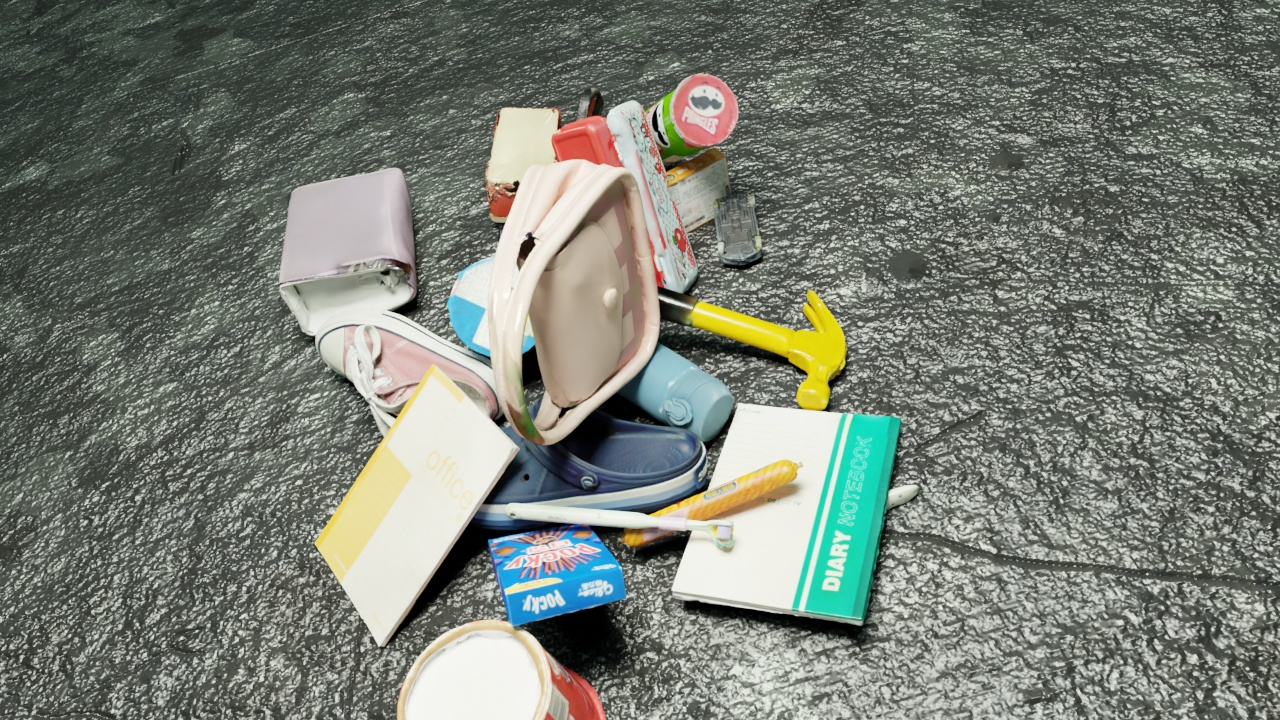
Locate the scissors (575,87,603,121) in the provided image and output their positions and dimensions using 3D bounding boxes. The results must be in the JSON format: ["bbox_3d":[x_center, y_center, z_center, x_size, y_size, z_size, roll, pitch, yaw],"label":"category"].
[{"bbox_3d":[-0.073,-0.192,1.024,0.022,0.221,0.232,15,26,2],"label":"scissors"}]

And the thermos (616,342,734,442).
[{"bbox_3d":[-0.005,0.005,0.882,0.070,0.070,0.220,-41,50,-21],"label":"thermos"}]

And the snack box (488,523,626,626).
[{"bbox_3d":[-0.069,0.160,0.712,0.084,0.026,0.157,-10,5,-13],"label":"snack box"}]

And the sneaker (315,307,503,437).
[{"bbox_3d":[-0.247,0.016,0.922,0.241,0.118,0.087,19,36,24],"label":"sneaker"}]

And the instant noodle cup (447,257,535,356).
[{"bbox_3d":[-0.146,-0.048,0.930,0.099,0.110,0.099,1,86,-12],"label":"instant noodle cup"}]

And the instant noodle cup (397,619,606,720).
[{"bbox_3d":[-0.100,0.256,0.651,0.138,0.109,0.137,-8,46,9],"label":"instant noodle cup"}]

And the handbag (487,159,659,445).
[{"bbox_3d":[-0.064,-0.034,0.739,0.093,0.193,0.233,4,38,18],"label":"handbag"}]

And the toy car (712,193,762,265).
[{"bbox_3d":[0.107,-0.142,1.008,0.049,0.031,0.105,-9,50,9],"label":"toy car"}]

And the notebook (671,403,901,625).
[{"bbox_3d":[0.126,0.117,0.760,0.150,0.012,0.208,3,44,23],"label":"notebook"}]

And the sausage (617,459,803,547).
[{"bbox_3d":[0.057,0.118,0.754,0.165,0.021,0.021,-23,46,4],"label":"sausage"}]

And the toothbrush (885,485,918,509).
[{"bbox_3d":[0.140,0.135,0.757,0.187,0.016,0.017,-20,36,-1],"label":"toothbrush"}]

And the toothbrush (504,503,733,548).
[{"bbox_3d":[-0.019,0.130,0.742,0.190,0.029,0.020,4,34,11],"label":"toothbrush"}]

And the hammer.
[{"bbox_3d":[0.052,-0.046,0.886,0.301,0.033,0.128,18,49,9],"label":"hammer"}]

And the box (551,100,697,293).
[{"bbox_3d":[-0.002,-0.162,0.950,0.096,0.201,0.100,0,27,48],"label":"box"}]

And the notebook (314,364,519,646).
[{"bbox_3d":[-0.202,0.122,0.806,0.146,0.010,0.206,39,96,39],"label":"notebook"}]

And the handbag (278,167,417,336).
[{"bbox_3d":[-0.338,-0.132,1.084,0.145,0.098,0.196,-18,45,2],"label":"handbag"}]

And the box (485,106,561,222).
[{"bbox_3d":[-0.144,-0.253,1.141,0.091,0.078,0.168,0,47,-1],"label":"box"}]

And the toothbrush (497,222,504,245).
[{"bbox_3d":[-0.167,-0.152,1.110,0.016,0.014,0.189,-10,46,6],"label":"toothbrush"}]

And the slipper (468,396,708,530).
[{"bbox_3d":[-0.069,0.083,0.797,0.253,0.095,0.104,-2,26,14],"label":"slipper"}]

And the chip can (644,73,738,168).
[{"bbox_3d":[0.031,-0.252,1.019,0.072,0.072,0.236,-31,11,-13],"label":"chip can"}]

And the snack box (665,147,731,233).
[{"bbox_3d":[0.032,-0.171,1.026,0.153,0.075,0.026,-30,49,-12],"label":"snack box"}]
